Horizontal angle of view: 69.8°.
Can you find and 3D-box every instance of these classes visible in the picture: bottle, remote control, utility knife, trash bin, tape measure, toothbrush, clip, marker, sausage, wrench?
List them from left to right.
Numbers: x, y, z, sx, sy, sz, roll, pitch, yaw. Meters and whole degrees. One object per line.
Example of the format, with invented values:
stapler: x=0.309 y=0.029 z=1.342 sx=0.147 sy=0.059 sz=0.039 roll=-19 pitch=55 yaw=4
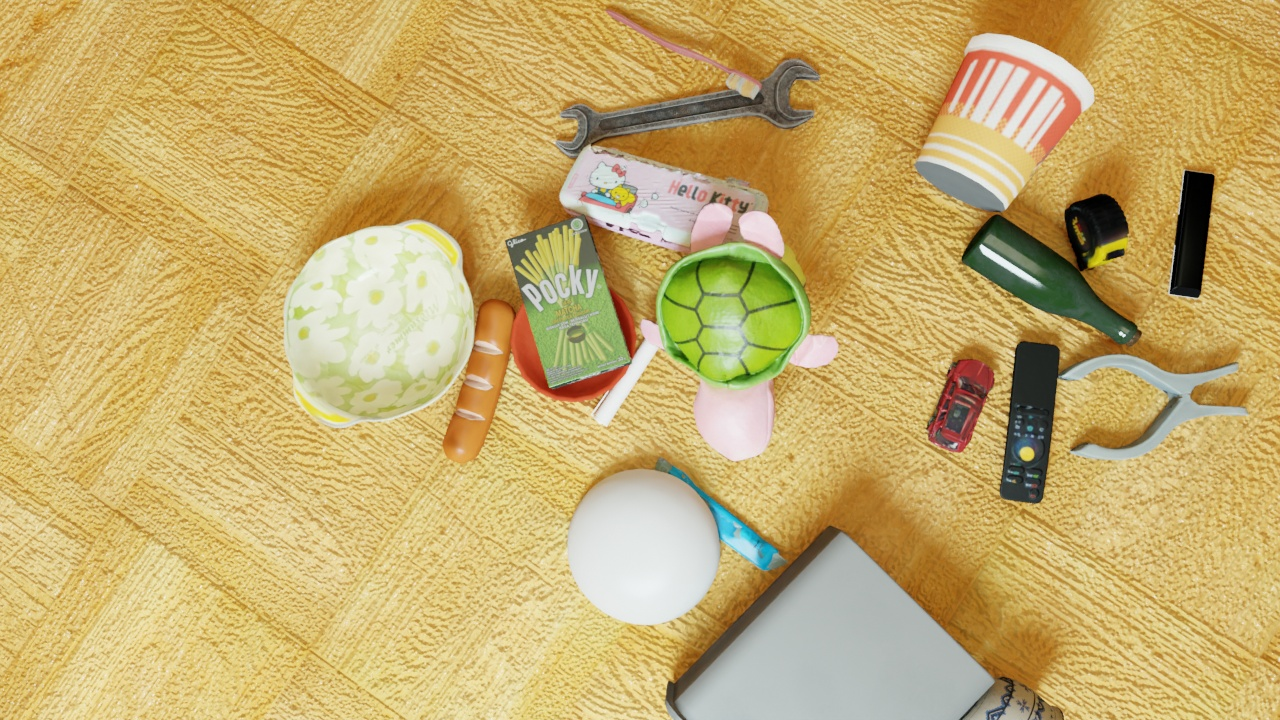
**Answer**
sausage: x=-0.156 y=0.021 z=0.901 sx=0.039 sy=0.044 sz=0.164 roll=12 pitch=85 yaw=31
marker: x=-0.005 y=0.005 z=0.905 sx=0.020 sy=0.017 sz=0.133 roll=33 pitch=88 yaw=8
toothbrush: x=0.040 y=-0.312 z=0.927 sx=0.184 sy=0.015 sz=0.015 roll=32 pitch=86 yaw=12
wrench: x=0.047 y=-0.252 z=0.929 sx=0.273 sy=0.010 sz=0.070 roll=-9 pitch=84 yaw=4
utility knife: x=0.074 y=0.151 z=0.887 sx=0.158 sy=0.015 sz=0.031 roll=36 pitch=93 yaw=5
trash bin: x=0.165 y=0.293 z=0.826 sx=0.192 sy=0.097 sz=0.220 roll=45 pitch=88 yaw=7
remote control: x=0.368 y=0.058 z=0.871 sx=0.041 sy=0.020 sz=0.152 roll=8 pitch=86 yaw=4
bottle: x=0.391 y=-0.068 z=0.864 sx=0.174 sy=0.055 sz=0.055 roll=35 pitch=88 yaw=5
tape measure: x=0.430 y=-0.125 z=0.861 sx=0.038 sy=0.062 sz=0.067 roll=-17 pitch=82 yaw=2
clip: x=0.472 y=0.011 z=0.863 sx=0.172 sy=0.029 sz=0.143 roll=-18 pitch=85 yaw=2
remote control: x=0.529 y=-0.122 z=0.879 sx=0.028 sy=0.012 sz=0.124 roll=9 pitch=85 yaw=5

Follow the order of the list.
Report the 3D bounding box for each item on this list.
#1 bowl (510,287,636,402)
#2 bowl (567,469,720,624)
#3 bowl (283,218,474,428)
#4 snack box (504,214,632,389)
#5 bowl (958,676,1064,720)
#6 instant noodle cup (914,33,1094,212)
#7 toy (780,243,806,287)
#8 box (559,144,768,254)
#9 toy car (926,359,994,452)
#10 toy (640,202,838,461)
bowl: x=-0.064 y=-0.019 z=0.902 sx=0.122 sy=0.035 sz=0.122 roll=0 pitch=85 yaw=4
bowl: x=-0.001 y=0.179 z=0.867 sx=0.150 sy=0.043 sz=0.149 roll=0 pitch=89 yaw=10
bowl: x=-0.250 y=-0.034 z=0.906 sx=0.188 sy=0.060 sz=0.219 roll=33 pitch=89 yaw=6
snack box: x=-0.068 y=-0.056 z=0.874 sx=0.080 sy=0.025 sz=0.147 roll=-18 pitch=84 yaw=2
bowl: x=0.304 y=0.326 z=0.803 sx=0.059 sy=0.115 sz=0.115 roll=43 pitch=89 yaw=11
instant noodle cup: x=0.329 y=-0.215 z=0.855 sx=0.123 sy=0.123 sz=0.121 roll=31 pitch=95 yaw=6
toy: x=0.100 y=-0.091 z=0.893 sx=0.092 sy=0.046 sz=0.115 roll=-41 pitch=75 yaw=3
box: x=0.022 y=-0.153 z=0.883 sx=0.202 sy=0.044 sz=0.086 roll=20 pitch=79 yaw=19
toy car: x=0.304 y=0.042 z=0.871 sx=0.042 sy=0.036 sz=0.091 roll=23 pitch=81 yaw=7
toy: x=0.083 y=-0.024 z=0.835 sx=0.190 sy=0.087 sz=0.238 roll=7 pitch=115 yaw=16
